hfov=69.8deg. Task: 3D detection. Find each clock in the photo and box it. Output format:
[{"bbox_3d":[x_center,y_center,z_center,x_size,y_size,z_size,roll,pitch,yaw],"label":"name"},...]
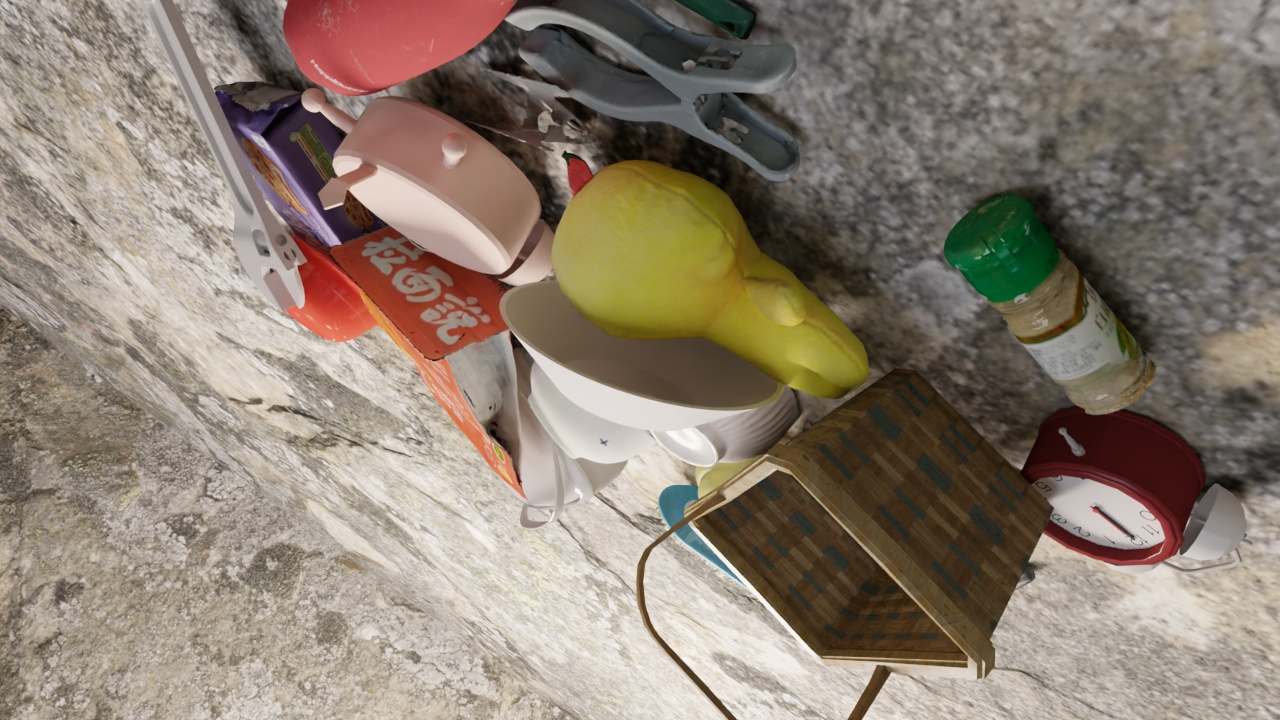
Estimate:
[{"bbox_3d":[0.255,0.074,0.487,0.124,0.044,0.087,38,153,0],"label":"clock"},{"bbox_3d":[-0.137,-0.102,0.604,0.131,0.086,0.160,23,172,25],"label":"clock"}]

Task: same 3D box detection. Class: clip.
[{"bbox_3d":[-0.058,-0.141,0.519,0.102,0.053,0.057,35,146,51],"label":"clip"},{"bbox_3d":[0.002,-0.147,0.430,0.163,0.027,0.106,28,164,18],"label":"clip"}]

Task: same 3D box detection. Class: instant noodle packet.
[{"bbox_3d":[-0.155,0.011,0.752,0.164,0.083,0.221,40,151,33],"label":"instant noodle packet"}]

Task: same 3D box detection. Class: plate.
[{"bbox_3d":[-0.004,0.003,0.552,0.174,0.173,0.036,26,112,20],"label":"plate"}]

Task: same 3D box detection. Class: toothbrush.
[{"bbox_3d":[-0.031,-0.197,0.425,0.190,0.017,0.016,32,153,9],"label":"toothbrush"}]

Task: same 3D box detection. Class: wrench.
[{"bbox_3d":[-0.314,-0.160,0.681,0.087,0.018,0.273,12,129,43],"label":"wrench"}]

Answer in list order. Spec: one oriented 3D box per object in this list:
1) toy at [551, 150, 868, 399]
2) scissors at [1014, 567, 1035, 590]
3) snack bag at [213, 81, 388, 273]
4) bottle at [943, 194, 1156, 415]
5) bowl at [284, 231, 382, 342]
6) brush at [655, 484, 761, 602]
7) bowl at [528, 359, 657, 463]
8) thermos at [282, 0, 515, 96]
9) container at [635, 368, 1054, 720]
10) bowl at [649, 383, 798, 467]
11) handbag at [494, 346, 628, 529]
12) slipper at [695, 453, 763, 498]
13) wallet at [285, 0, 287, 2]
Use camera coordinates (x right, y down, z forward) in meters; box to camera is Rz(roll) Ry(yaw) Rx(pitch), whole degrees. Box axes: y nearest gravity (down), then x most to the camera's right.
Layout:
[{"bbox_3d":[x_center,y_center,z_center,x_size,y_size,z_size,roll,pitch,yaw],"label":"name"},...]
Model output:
[{"bbox_3d":[0.033,-0.042,0.516,0.207,0.092,0.134,26,167,4],"label":"toy"},{"bbox_3d":[0.233,0.171,0.676,0.150,0.019,0.131,-20,156,25],"label":"scissors"},{"bbox_3d":[-0.258,-0.135,0.746,0.096,0.058,0.205,23,154,33],"label":"snack bag"},{"bbox_3d":[0.187,-0.023,0.417,0.111,0.043,0.043,44,152,-16],"label":"bottle"},{"bbox_3d":[-0.289,-0.057,0.811,0.130,0.045,0.131,32,161,12],"label":"bowl"},{"bbox_3d":[0.075,0.154,0.810,0.136,0.055,0.075,34,158,5],"label":"brush"},{"bbox_3d":[-0.043,0.033,0.698,0.113,0.063,0.113,53,-178,-3],"label":"bowl"},{"bbox_3d":[-0.106,-0.185,0.453,0.240,0.073,0.073,6,140,52],"label":"thermos"},{"bbox_3d":[0.100,0.129,0.549,0.157,0.186,0.250,46,163,6],"label":"container"},{"bbox_3d":[0.045,0.034,0.649,0.118,0.062,0.118,28,152,16],"label":"bowl"},{"bbox_3d":[-0.128,0.038,0.845,0.222,0.095,0.216,55,149,-8],"label":"handbag"},{"bbox_3d":[0.119,0.144,0.719,0.190,0.081,0.092,29,155,9],"label":"slipper"},{"bbox_3d":[-0.246,-0.277,0.556,0.121,0.013,0.088,45,156,-16],"label":"wallet"}]
